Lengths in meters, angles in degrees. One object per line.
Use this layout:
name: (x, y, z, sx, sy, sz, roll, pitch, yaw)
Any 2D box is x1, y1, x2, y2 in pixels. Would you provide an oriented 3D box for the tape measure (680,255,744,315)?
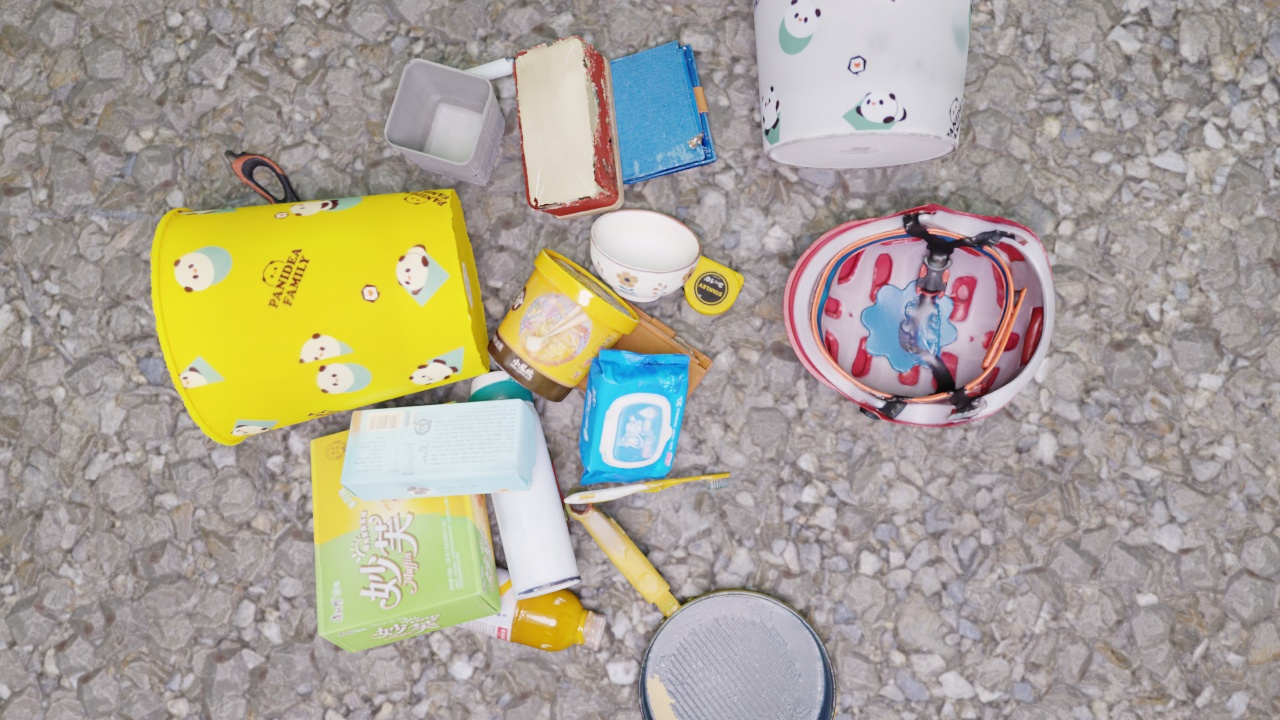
tape measure: (0.074, -0.075, 0.960, 0.060, 0.029, 0.057, 25, 87, 3)

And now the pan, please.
pan: (0.046, 0.267, 0.917, 0.197, 0.078, 0.357, -39, 86, -1)

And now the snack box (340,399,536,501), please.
snack box: (-0.187, 0.085, 0.858, 0.175, 0.052, 0.074, -5, 61, 10)

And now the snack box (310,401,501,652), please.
snack box: (-0.231, 0.159, 0.897, 0.158, 0.070, 0.209, -15, 59, 1)

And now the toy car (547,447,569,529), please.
toy car: (-0.105, 0.140, 0.951, 0.049, 0.031, 0.106, -19, 75, 3)

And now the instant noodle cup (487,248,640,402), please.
instant noodle cup: (-0.080, -0.031, 0.902, 0.118, 0.118, 0.114, 38, 100, 4)

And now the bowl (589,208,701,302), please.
bowl: (0.002, -0.100, 0.938, 0.113, 0.113, 0.062, 13, 129, 3)

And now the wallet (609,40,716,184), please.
wallet: (0.018, -0.261, 0.969, 0.106, 0.040, 0.133, -13, 86, 9)

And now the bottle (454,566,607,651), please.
bottle: (-0.128, 0.250, 0.929, 0.189, 0.068, 0.068, 15, 87, 3)

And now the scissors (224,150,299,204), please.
scissors: (-0.377, -0.146, 0.987, 0.189, 0.015, 0.226, -41, 86, -1)

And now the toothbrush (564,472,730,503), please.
toothbrush: (0.011, 0.129, 0.912, 0.191, 0.016, 0.018, -4, 85, -30)

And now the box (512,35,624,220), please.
box: (-0.075, -0.237, 0.938, 0.091, 0.080, 0.168, -8, 87, 22)

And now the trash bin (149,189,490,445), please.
trash bin: (-0.288, -0.053, 0.884, 0.255, 0.230, 0.229, -10, 86, -5)

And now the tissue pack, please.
tissue pack: (-0.008, 0.060, 0.888, 0.095, 0.052, 0.157, 1, 121, -15)

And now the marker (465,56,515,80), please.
marker: (-0.197, -0.303, 0.989, 0.131, 0.018, 0.022, -16, 77, 1)

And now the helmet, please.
helmet: (0.267, -0.038, 0.898, 0.240, 0.144, 0.207, 11, 86, 17)

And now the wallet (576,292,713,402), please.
wallet: (-0.006, 0.006, 0.957, 0.132, 0.031, 0.108, 35, 90, 6)

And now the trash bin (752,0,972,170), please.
trash bin: (0.211, -0.324, 0.883, 0.229, 0.229, 0.252, 0, 93, 2)

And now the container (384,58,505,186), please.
container: (-0.193, -0.236, 0.936, 0.090, 0.114, 0.090, 17, 87, 3)

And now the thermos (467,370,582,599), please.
thermos: (-0.120, 0.118, 0.908, 0.073, 0.073, 0.224, -17, 74, 1)
